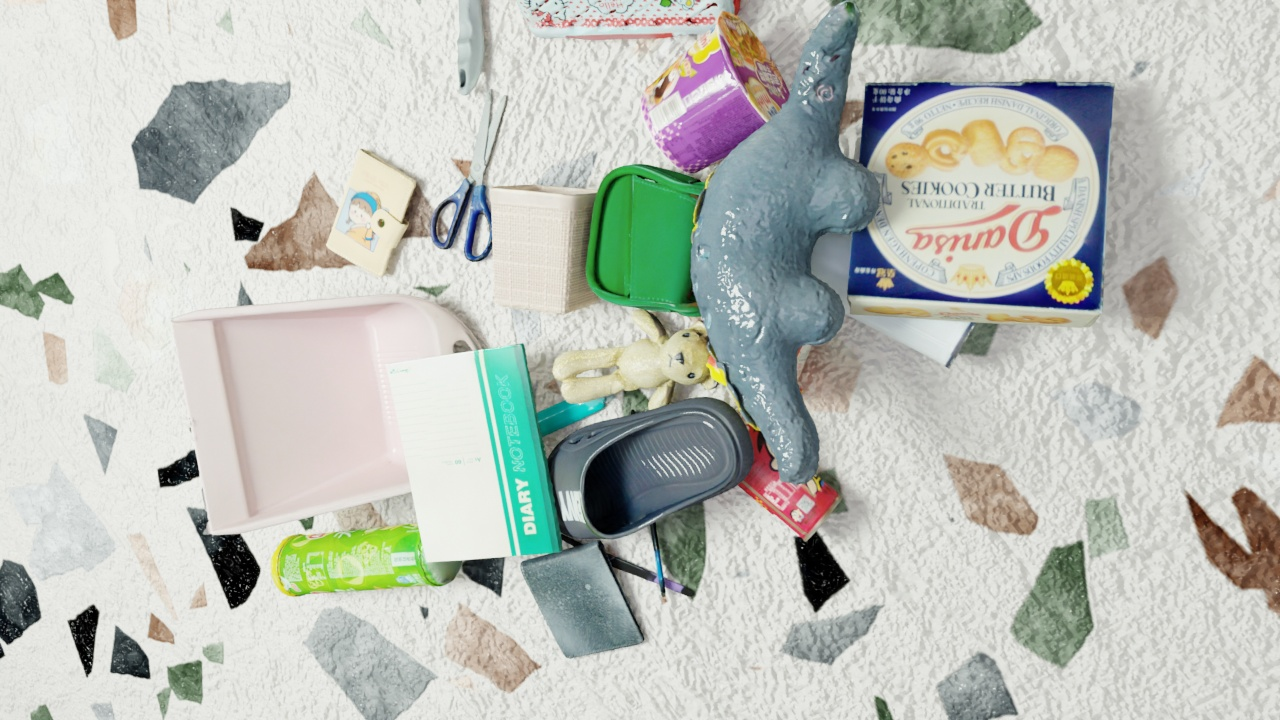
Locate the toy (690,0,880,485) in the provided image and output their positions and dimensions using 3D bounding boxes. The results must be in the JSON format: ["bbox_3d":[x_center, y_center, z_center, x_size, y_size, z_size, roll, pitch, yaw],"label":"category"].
[{"bbox_3d":[0.103,-0.090,0.705,0.138,0.091,0.356,11,94,43],"label":"toy"}]

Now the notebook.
[{"bbox_3d":[-0.164,0.095,0.905,0.150,0.012,0.209,-8,97,17],"label":"notebook"}]

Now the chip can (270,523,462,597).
[{"bbox_3d":[-0.301,0.219,1.014,0.222,0.072,0.072,-10,95,24],"label":"chip can"}]

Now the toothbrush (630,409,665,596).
[{"bbox_3d":[0.011,0.140,0.902,0.016,0.014,0.189,-9,93,6],"label":"toothbrush"}]

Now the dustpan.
[{"bbox_3d":[-0.297,0.040,0.913,0.139,0.272,0.222,0,103,47],"label":"dustpan"}]

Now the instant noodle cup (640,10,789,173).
[{"bbox_3d":[0.062,-0.218,0.778,0.099,0.111,0.111,-28,88,33],"label":"instant noodle cup"}]

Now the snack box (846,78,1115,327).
[{"bbox_3d":[0.257,-0.122,0.702,0.178,0.046,0.182,4,81,14],"label":"snack box"}]

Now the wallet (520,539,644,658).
[{"bbox_3d":[-0.059,0.248,0.942,0.097,0.019,0.121,-19,101,25],"label":"wallet"}]

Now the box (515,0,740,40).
[{"bbox_3d":[-0.017,-0.325,0.794,0.202,0.091,0.094,6,102,21],"label":"box"}]

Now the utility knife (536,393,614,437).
[{"bbox_3d":[-0.095,0.064,0.936,0.161,0.013,0.029,-25,91,21],"label":"utility knife"}]

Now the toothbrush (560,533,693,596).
[{"bbox_3d":[-0.034,0.203,0.933,0.189,0.016,0.014,19,111,17],"label":"toothbrush"}]

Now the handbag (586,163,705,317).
[{"bbox_3d":[0.016,-0.108,0.831,0.120,0.067,0.131,15,104,19],"label":"handbag"}]

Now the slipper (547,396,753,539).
[{"bbox_3d":[-0.019,0.107,0.847,0.269,0.083,0.110,-26,88,41],"label":"slipper"}]

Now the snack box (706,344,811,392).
[{"bbox_3d":[0.111,-0.010,0.798,0.082,0.091,0.080,28,101,16],"label":"snack box"}]

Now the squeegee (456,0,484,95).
[{"bbox_3d":[-0.166,-0.381,0.875,0.247,0.039,0.247,10,109,38],"label":"squeegee"}]

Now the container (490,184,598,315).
[{"bbox_3d":[-0.086,-0.106,0.863,0.090,0.090,0.111,9,105,20],"label":"container"}]

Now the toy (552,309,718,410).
[{"bbox_3d":[-0.005,0.005,0.858,0.157,0.066,0.105,-10,89,16],"label":"toy"}]

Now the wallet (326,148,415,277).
[{"bbox_3d":[-0.282,-0.153,0.971,0.087,0.024,0.115,33,108,19],"label":"wallet"}]

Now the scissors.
[{"bbox_3d":[-0.157,-0.180,0.920,0.174,0.012,0.128,-44,80,21],"label":"scissors"}]

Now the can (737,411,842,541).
[{"bbox_3d":[0.114,0.101,0.833,0.133,0.053,0.053,40,111,12],"label":"can"}]

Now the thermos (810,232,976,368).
[{"bbox_3d":[0.175,-0.077,0.773,0.224,0.073,0.073,30,109,16],"label":"thermos"}]
